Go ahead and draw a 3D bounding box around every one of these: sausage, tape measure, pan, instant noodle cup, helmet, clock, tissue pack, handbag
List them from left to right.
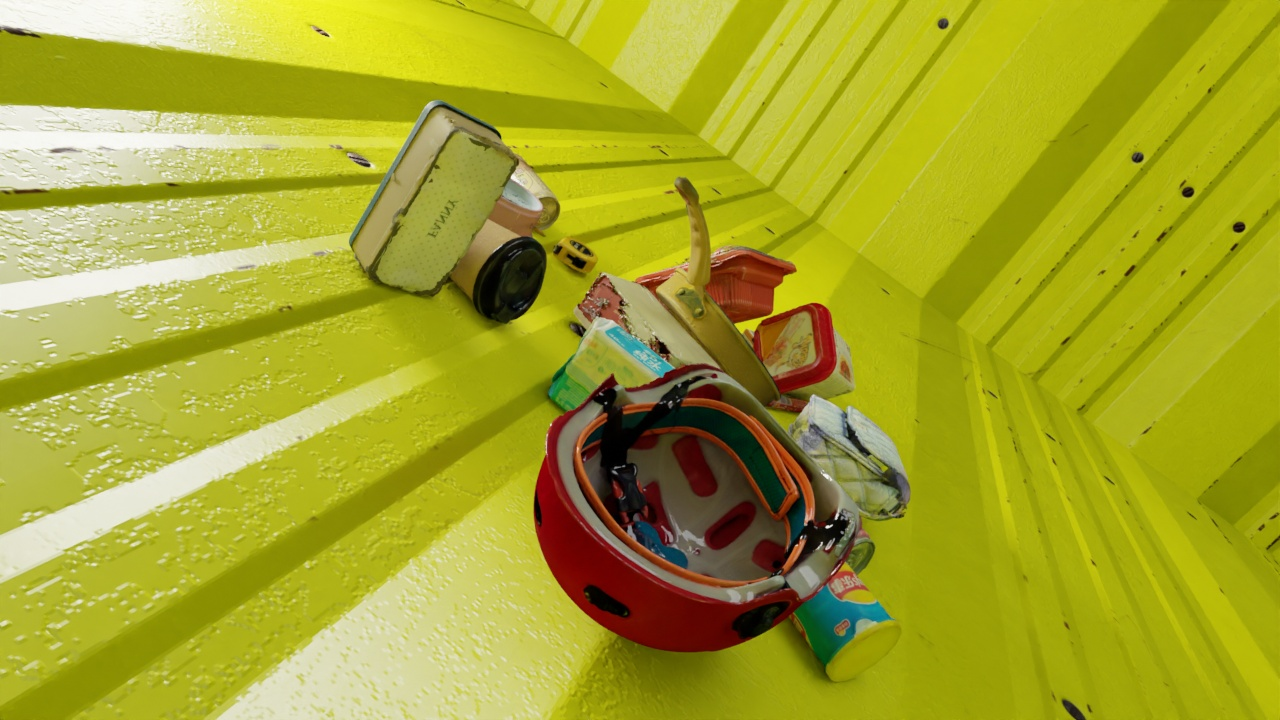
[{"bbox_3d":[-0.192,-0.196,1.117,0.158,0.060,0.117,24,23,-23],"label":"clock"},{"bbox_3d":[-0.086,-0.136,1.194,0.057,0.029,0.060,32,21,-5],"label":"tape measure"},{"bbox_3d":[-0.012,0.032,0.855,0.140,0.090,0.063,38,21,9],"label":"tissue pack"},{"bbox_3d":[0.020,0.120,0.646,0.239,0.144,0.207,-11,48,-44],"label":"helmet"},{"bbox_3d":[0.077,-0.070,1.024,0.197,0.078,0.357,51,-1,36],"label":"pan"},{"bbox_3d":[0.102,-0.093,1.248,0.164,0.189,0.079,5,77,-51],"label":"instant noodle cup"},{"bbox_3d":[0.187,0.056,1.212,0.155,0.020,0.020,13,30,-46],"label":"sausage"},{"bbox_3d":[0.230,-0.001,1.256,0.124,0.117,0.116,31,49,-46],"label":"instant noodle cup"},{"bbox_3d":[0.235,0.104,1.037,0.134,0.076,0.193,36,14,3],"label":"handbag"}]

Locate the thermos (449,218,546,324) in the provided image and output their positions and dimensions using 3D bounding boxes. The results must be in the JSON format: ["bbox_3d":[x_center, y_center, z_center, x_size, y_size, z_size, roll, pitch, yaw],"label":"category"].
[{"bbox_3d":[-0.165,-0.107,0.936,0.143,0.093,0.093,35,19,25],"label":"thermos"}]

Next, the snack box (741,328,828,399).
[{"bbox_3d":[0.219,0.005,1.361,0.153,0.026,0.075,22,25,-31],"label":"snack box"}]

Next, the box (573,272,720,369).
[{"bbox_3d":[0.010,-0.028,0.996,0.091,0.076,0.168,12,30,-48],"label":"box"}]

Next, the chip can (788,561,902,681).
[{"bbox_3d":[0.132,0.171,0.799,0.071,0.071,0.210,14,29,-44],"label":"chip can"}]

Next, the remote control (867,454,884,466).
[{"bbox_3d":[0.284,0.114,1.227,0.124,0.024,0.049,15,29,-44],"label":"remote control"}]

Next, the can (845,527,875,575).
[{"bbox_3d":[0.155,0.143,0.878,0.057,0.058,0.147,15,24,-43],"label":"can"}]

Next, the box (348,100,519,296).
[{"bbox_3d":[-0.188,-0.150,0.848,0.089,0.184,0.060,19,22,-48],"label":"box"}]

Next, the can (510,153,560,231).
[{"bbox_3d":[-0.159,-0.229,1.243,0.058,0.059,0.116,11,31,-47],"label":"can"}]
